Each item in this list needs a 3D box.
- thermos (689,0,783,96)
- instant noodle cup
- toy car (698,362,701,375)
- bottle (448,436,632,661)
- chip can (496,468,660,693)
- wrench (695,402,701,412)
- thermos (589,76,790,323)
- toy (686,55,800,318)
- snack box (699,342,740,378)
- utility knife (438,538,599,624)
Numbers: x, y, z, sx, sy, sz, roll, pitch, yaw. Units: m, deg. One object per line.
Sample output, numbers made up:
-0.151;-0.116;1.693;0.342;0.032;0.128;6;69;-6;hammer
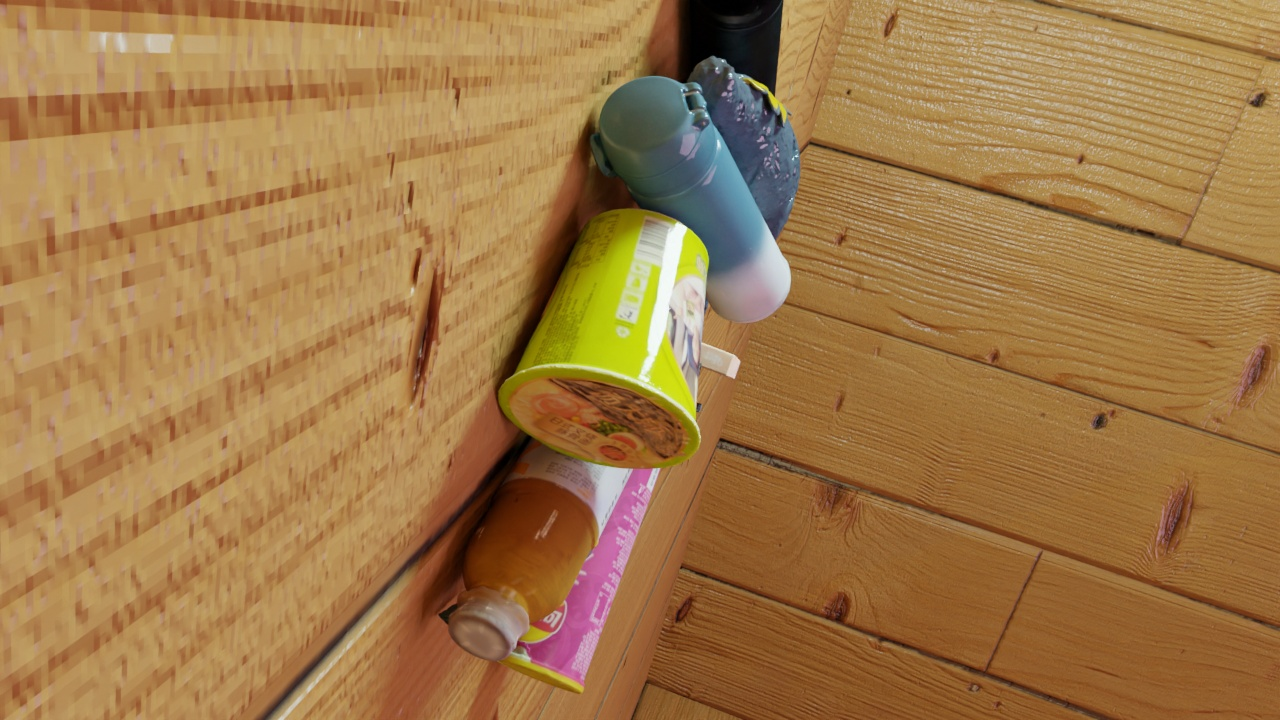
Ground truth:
0.082;-0.233;0.682;0.243;0.090;0.068;77;0;-75;thermos
-0.010;-0.016;0.524;0.112;0.112;0.123;92;10;-60;instant noodle cup
0.034;0.004;0.967;0.121;0.054;0.036;74;33;-73;toy car
-0.056;0.093;0.552;0.189;0.068;0.068;-61;166;-50;bottle
-0.043;0.151;0.738;0.071;0.071;0.210;89;21;-64;chip can
0.025;0.037;1.010;0.273;0.056;0.016;32;73;-77;wrench
0.039;-0.094;0.580;0.220;0.070;0.070;43;64;-59;thermos
0.061;-0.120;0.711;0.137;0.091;0.357;-44;163;-24;toy
0.073;-0.006;1.085;0.157;0.084;0.026;18;93;-81;snack box
-0.073;0.137;0.603;0.215;0.033;0.015;-12;110;-72;utility knife
